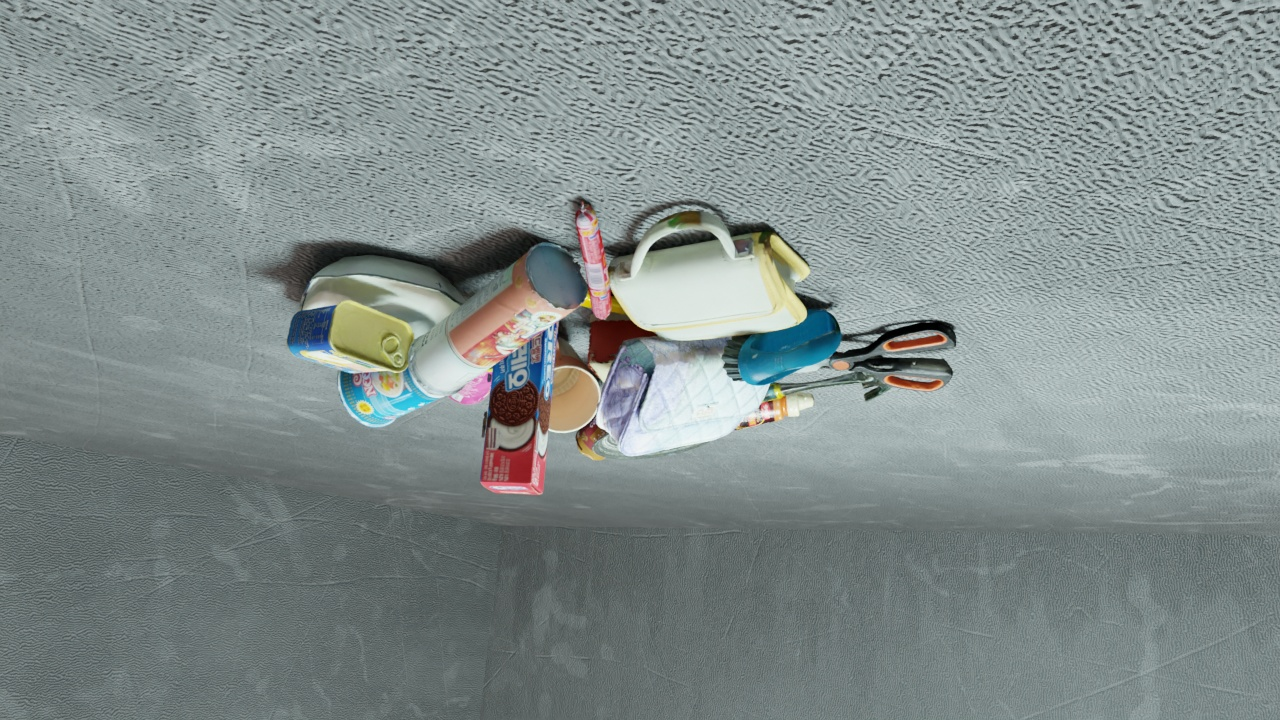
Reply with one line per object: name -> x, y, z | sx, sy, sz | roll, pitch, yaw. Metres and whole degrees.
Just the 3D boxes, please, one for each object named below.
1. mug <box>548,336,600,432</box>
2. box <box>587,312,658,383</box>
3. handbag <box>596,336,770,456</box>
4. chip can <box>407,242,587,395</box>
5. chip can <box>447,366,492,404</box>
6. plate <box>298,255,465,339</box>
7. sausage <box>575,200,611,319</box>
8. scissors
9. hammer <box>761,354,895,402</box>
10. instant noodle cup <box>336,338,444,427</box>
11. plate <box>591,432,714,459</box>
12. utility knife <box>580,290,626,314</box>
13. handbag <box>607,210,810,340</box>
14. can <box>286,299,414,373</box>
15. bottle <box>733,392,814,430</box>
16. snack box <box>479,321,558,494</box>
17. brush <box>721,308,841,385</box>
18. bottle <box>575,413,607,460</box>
mug -> -0.103, 0.011, 1.071 | 0.081, 0.115, 0.106 | -17, -153, -12
box -> -0.006, 0.006, 1.074 | 0.091, 0.076, 0.168 | 0, 163, 12
handbag -> 0.053, 0.030, 0.981 | 0.193, 0.134, 0.075 | -9, -139, -41
chip can -> -0.143, -0.036, 0.889 | 0.071, 0.071, 0.215 | 17, 147, -37
chip can -> -0.199, 0.001, 1.121 | 0.071, 0.071, 0.211 | 9, 164, -16
plate -> -0.280, -0.060, 0.991 | 0.162, 0.034, 0.266 | 11, 163, -21
sausage -> -0.039, -0.083, 0.799 | 0.020, 0.020, 0.156 | 3, 147, 7
scissors -> 0.243, -0.009, 1.021 | 0.227, 0.021, 0.198 | 16, 147, -11
hammer -> 0.164, 0.044, 1.181 | 0.324, 0.031, 0.126 | -11, 160, 24
instant noodle cup -> -0.271, 0.018, 1.047 | 0.110, 0.099, 0.099 | -16, 156, 33
plate -> 0.025, 0.094, 1.204 | 0.179, 0.024, 0.180 | -8, 159, -3
utility knife -> -0.008, -0.056, 0.967 | 0.167, 0.015, 0.033 | 11, 169, -26
handbag -> 0.050, -0.074, 0.816 | 0.164, 0.063, 0.178 | -7, 158, 30
can -> -0.306, -0.022, 0.965 | 0.083, 0.057, 0.102 | -4, 162, 37
bottle -> 0.163, 0.061, 1.264 | 0.149, 0.066, 0.067 | -6, 163, 11
snack box -> -0.127, 0.034, 0.969 | 0.058, 0.207, 0.057 | 1, 162, 8
brush -> 0.149, -0.014, 0.900 | 0.143, 0.055, 0.074 | -22, -160, -39
bottle -> -0.029, 0.065, 1.231 | 0.057, 0.057, 0.175 | 12, 137, -25
